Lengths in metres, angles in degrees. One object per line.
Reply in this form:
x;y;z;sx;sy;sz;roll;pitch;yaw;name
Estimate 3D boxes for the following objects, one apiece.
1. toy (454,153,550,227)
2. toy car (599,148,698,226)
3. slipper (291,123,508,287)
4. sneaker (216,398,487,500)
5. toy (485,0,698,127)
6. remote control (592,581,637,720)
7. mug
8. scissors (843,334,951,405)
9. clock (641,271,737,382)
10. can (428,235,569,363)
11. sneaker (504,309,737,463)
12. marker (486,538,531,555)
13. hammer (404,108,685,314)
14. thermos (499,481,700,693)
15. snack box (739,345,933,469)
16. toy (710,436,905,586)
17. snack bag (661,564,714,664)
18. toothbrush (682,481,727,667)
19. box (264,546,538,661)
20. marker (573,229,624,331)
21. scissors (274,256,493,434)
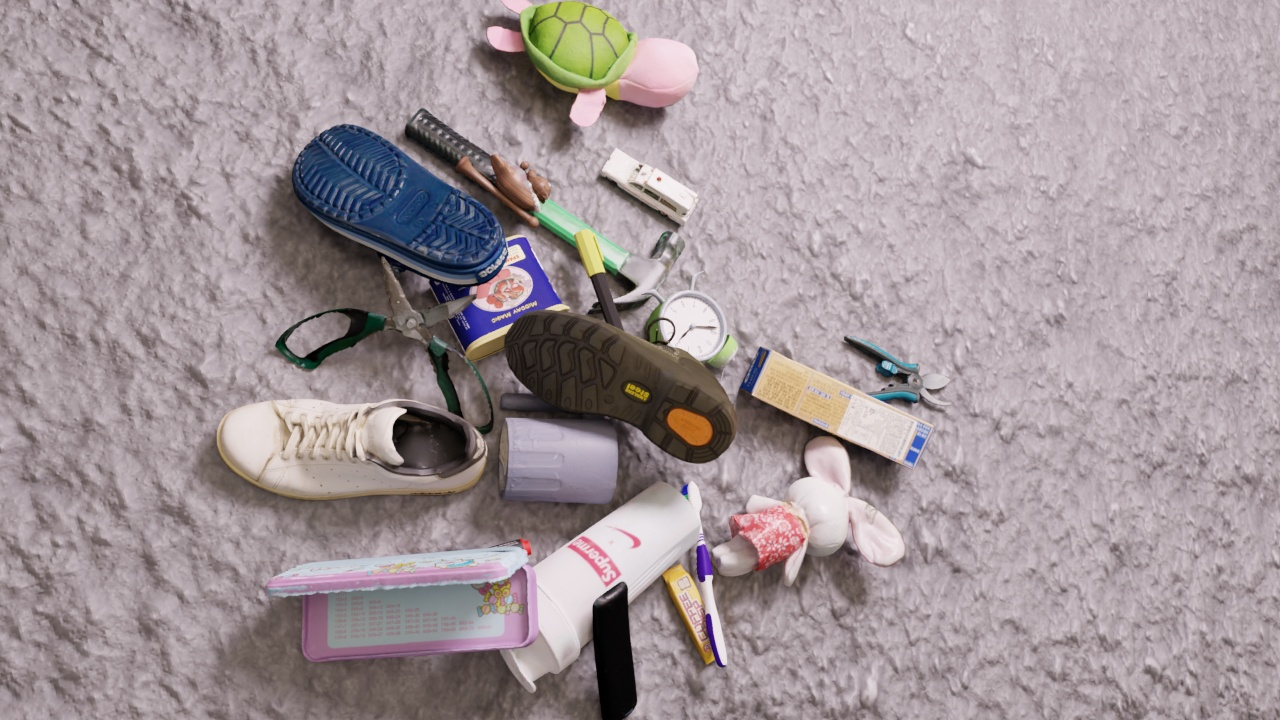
-0.136;-0.185;0.951;0.102;0.041;0.055;38;88;-11;toy
0.012;-0.199;1.034;0.113;0.039;0.039;32;67;-6;toy car
-0.236;-0.137;0.897;0.253;0.095;0.105;32;69;20;slipper
-0.256;0.077;0.827;0.241;0.102;0.088;5;72;-15;sneaker
-0.053;-0.347;1.035;0.238;0.088;0.189;21;51;-6;toy
-0.022;0.268;0.835;0.041;0.020;0.152;-27;125;-38;remote control
-0.084;0.081;0.901;0.104;0.084;0.123;3;48;-15;mug
0.288;0.024;1.064;0.156;0.019;0.124;43;66;0;scissors
0.053;-0.026;0.989;0.094;0.043;0.119;-20;84;-23;clock
-0.146;-0.064;0.932;0.116;0.057;0.092;-26;81;-23;can
-0.006;0.005;0.903;0.238;0.142;0.101;27;109;8;sneaker
-0.174;0.196;0.861;0.144;0.021;0.023;-12;107;-21;marker
-0.112;-0.166;0.990;0.319;0.032;0.130;34;67;-4;hammer
-0.045;0.202;0.865;0.219;0.100;0.099;-34;86;-29;thermos
0.214;0.052;1.005;0.206;0.057;0.056;25;91;-9;snack box
0.165;0.170;0.947;0.194;0.084;0.159;-24;62;-20;toy
0.053;0.253;0.916;0.026;0.020;0.099;-23;81;-22;snack bag
0.064;0.211;0.919;0.015;0.016;0.186;12;59;-39;toothbrush
-0.199;0.202;0.763;0.214;0.092;0.089;-7;74;10;box
-0.040;-0.078;0.956;0.021;0.018;0.123;-16;79;-21;marker
-0.231;0.002;0.879;0.202;0.015;0.202;-19;113;11;scissors
